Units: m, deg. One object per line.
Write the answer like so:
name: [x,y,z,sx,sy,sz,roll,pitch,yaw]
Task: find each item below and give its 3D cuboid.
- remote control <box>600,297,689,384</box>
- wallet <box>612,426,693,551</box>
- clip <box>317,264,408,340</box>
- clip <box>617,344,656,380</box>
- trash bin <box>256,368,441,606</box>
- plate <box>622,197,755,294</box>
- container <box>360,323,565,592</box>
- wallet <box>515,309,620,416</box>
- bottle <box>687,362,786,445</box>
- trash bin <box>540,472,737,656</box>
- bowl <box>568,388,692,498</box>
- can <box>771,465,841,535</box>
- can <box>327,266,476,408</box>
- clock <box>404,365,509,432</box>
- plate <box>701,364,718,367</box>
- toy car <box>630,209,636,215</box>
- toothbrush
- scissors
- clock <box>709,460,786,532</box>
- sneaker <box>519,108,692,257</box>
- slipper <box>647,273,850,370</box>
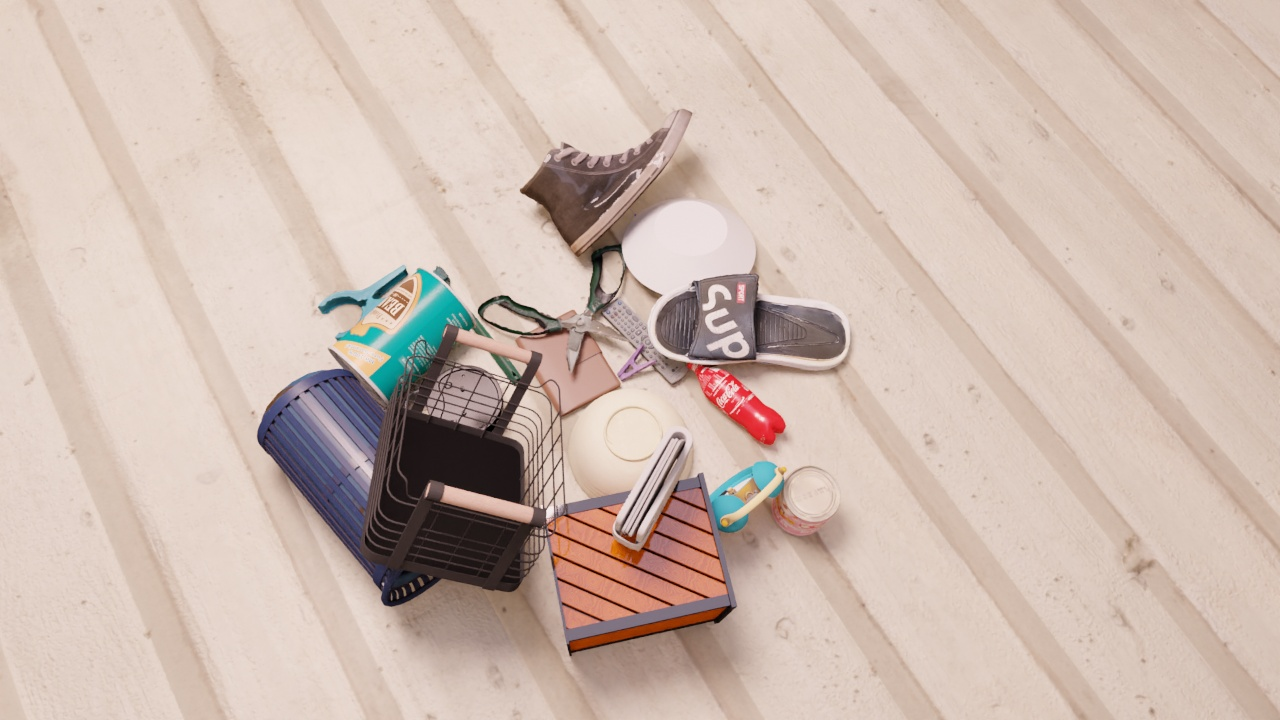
remote control: [0.006,-0.025,1.155,0.033,0.013,0.136,-39,75,-16]
wallet: [0.014,0.123,0.887,0.037,0.115,0.118,28,69,8]
clip: [-0.332,-0.056,1.146,0.130,0.030,0.120,-14,65,-7]
clip: [-0.006,0.007,1.136,0.050,0.013,0.029,-42,73,6]
trash bin: [-0.301,0.130,1.012,0.139,0.139,0.249,-41,73,-17]
plate: [0.063,-0.159,1.182,0.174,0.036,0.173,0,56,-1]
container: [-0.171,0.096,0.916,0.162,0.131,0.240,18,35,-21]
wallet: [-0.090,0.001,1.140,0.087,0.013,0.121,-28,70,-13]
bottle: [0.114,0.046,1.116,0.141,0.042,0.041,40,71,13]
trash bin: [-0.006,0.222,0.986,0.171,0.140,0.139,-11,69,-7]
bowl: [-0.010,0.096,1.073,0.151,0.075,0.150,1,68,-3]
can: [0.189,0.162,1.054,0.067,0.076,0.067,1,68,-2]
can: [-0.283,-0.028,1.096,0.099,0.099,0.143,40,71,13]
clock: [-0.221,0.055,1.096,0.120,0.043,0.091,-7,68,-6]
plate: [0.088,-0.055,1.165,0.131,0.025,0.131,1,68,-2]
toy car: [-0.043,-0.232,1.232,0.092,0.033,0.061,12,80,-2]
toothbrush: [-0.207,-0.047,1.153,0.016,0.017,0.189,-34,73,-16]
scissors: [-0.103,-0.074,1.163,0.206,0.015,0.201,7,57,7]
clock: [0.112,0.153,1.028,0.099,0.130,0.043,-39,93,-17]
sneaker: [-0.038,-0.256,1.175,0.235,0.095,0.120,-45,96,4]
slipper: [0.140,-0.046,1.119,0.263,0.063,0.111,8,74,-16]
